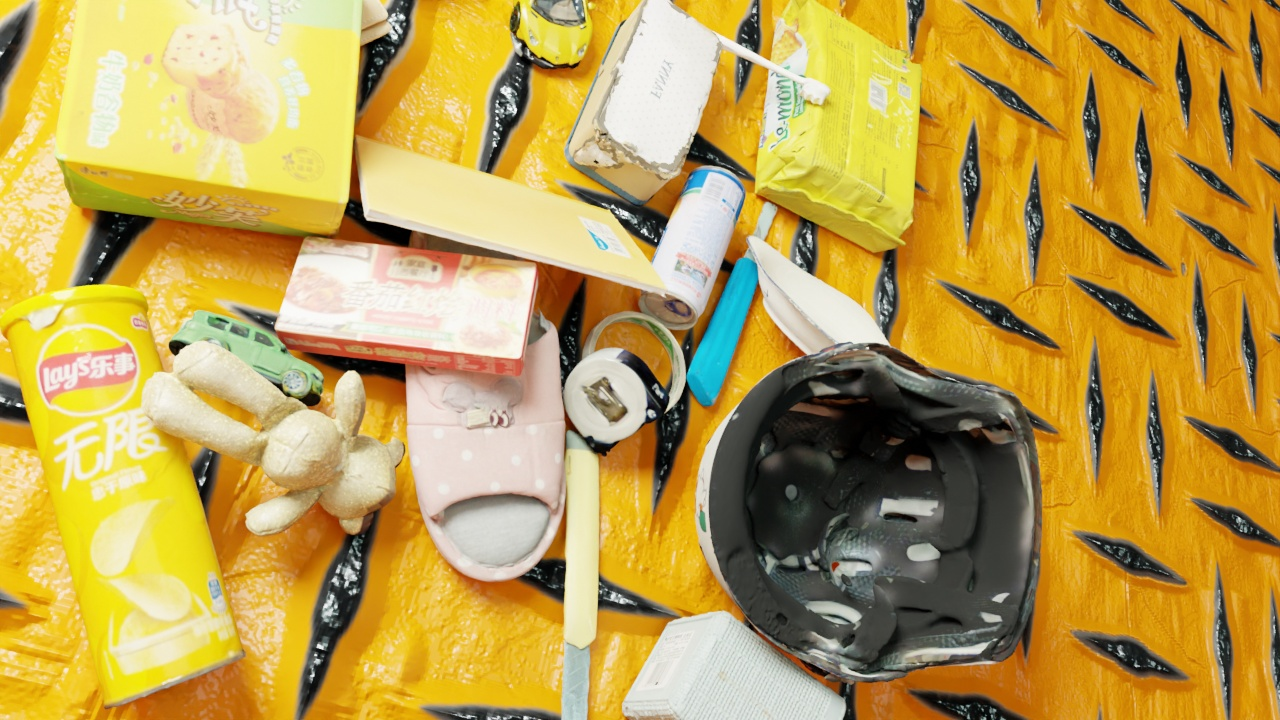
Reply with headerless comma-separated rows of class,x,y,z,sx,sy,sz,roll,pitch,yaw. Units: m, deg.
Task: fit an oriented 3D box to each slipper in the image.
slipper,-0.104,0.010,0.622,0.114,0.055,0.274,2,70,-29

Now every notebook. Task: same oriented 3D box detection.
notebook,-0.093,-0.103,0.641,0.206,0.010,0.145,12,26,-27

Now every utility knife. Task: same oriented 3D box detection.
utility knife,-0.042,0.153,0.631,0.031,0.022,0.215,11,61,-26
utility knife,0.084,-0.058,0.779,0.034,0.018,0.218,45,54,-31

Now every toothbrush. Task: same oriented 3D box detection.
toothbrush,0.086,-0.274,0.819,0.180,0.016,0.016,30,72,9

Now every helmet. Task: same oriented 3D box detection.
helmet,0.150,0.109,0.676,0.273,0.157,0.230,6,81,-17

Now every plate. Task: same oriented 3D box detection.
plate,0.156,-0.028,0.764,0.163,0.034,0.164,28,22,-29

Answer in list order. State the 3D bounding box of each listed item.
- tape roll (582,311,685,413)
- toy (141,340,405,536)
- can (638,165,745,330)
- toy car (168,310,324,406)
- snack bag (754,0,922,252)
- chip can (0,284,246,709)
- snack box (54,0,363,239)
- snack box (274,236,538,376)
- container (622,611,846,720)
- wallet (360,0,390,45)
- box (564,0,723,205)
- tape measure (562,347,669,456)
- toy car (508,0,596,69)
tape roll,-0.004,0.004,0.708,0.085,0.014,0.085,10,68,-27
toy,-0.203,0.045,0.523,0.157,0.066,0.105,43,69,-44
can,0.043,-0.092,0.745,0.053,0.053,0.134,32,60,-17
toy car,-0.235,0.002,0.556,0.091,0.043,0.036,28,61,-20
snack bag,0.198,-0.230,0.877,0.158,0.068,0.246,21,63,-23
chip can,-0.276,0.070,0.492,0.071,0.072,0.213,-16,82,-33
snack box,-0.260,-0.193,0.576,0.157,0.070,0.210,6,76,-23
snack box,-0.146,-0.035,0.586,0.153,0.025,0.075,7,60,-2
container,0.060,0.235,0.622,0.111,0.090,0.089,42,57,-8
wallet,-0.242,-0.248,0.652,0.114,0.024,0.087,-41,98,-34
box,0.007,-0.225,0.769,0.089,0.062,0.183,31,58,-18
tape measure,-0.022,0.026,0.658,0.066,0.066,0.033,52,19,-4
toy car,-0.074,-0.314,0.763,0.071,0.041,0.155,5,72,-28
